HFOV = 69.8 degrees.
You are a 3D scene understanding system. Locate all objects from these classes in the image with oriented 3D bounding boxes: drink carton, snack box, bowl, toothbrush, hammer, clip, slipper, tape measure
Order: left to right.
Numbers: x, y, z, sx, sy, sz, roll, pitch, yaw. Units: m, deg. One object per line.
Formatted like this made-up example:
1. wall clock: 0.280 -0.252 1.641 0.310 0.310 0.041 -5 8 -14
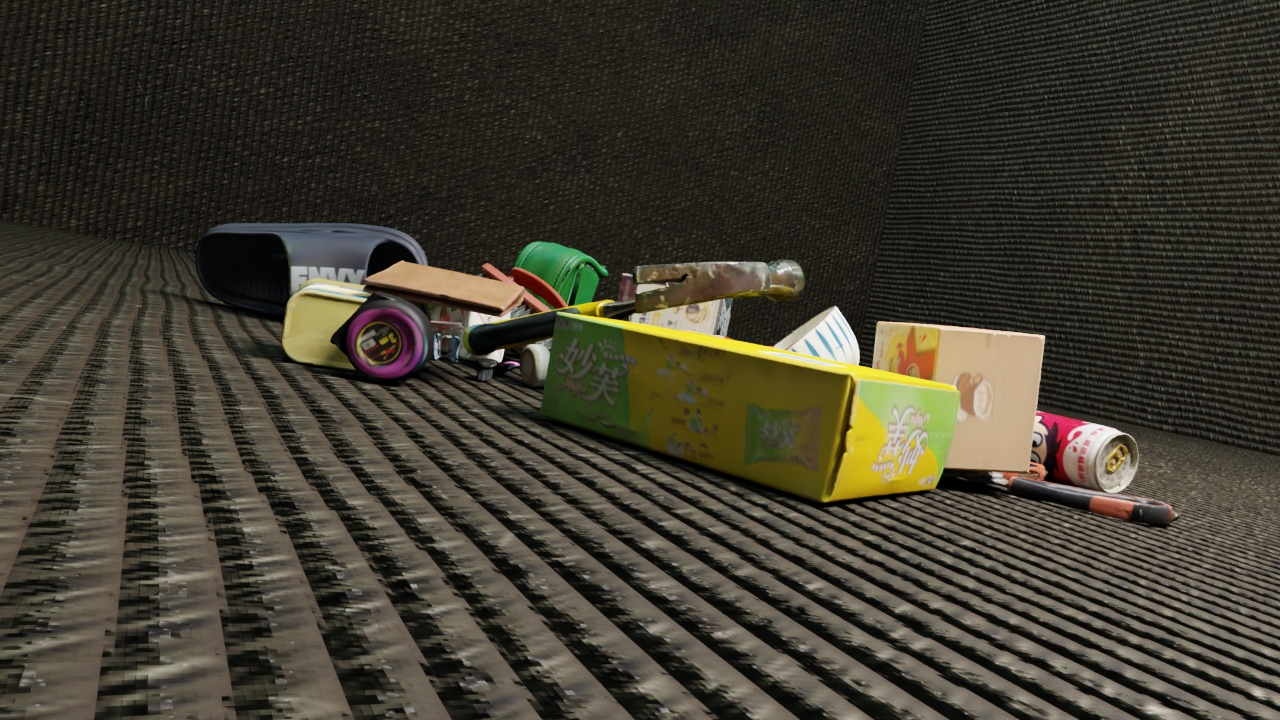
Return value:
1. slipper: -0.343 -0.080 0.917 0.268 0.111 0.083 6 19 14
2. tape measure: -0.167 -0.014 0.610 0.058 0.057 0.039 42 2 -6
3. clip: -0.178 -0.013 0.835 0.043 0.027 0.058 2 5 -12
4. drink carton: -0.178 -0.032 0.900 0.045 0.053 0.123 7 4 -37
5. toothbrush: -0.122 0.007 0.801 0.014 0.018 0.189 11 0 0
6. hammer: -0.038 -0.037 0.723 0.126 0.032 0.324 -5 -3 -45
7. snack box: 0.034 -0.035 1.070 0.126 0.113 0.053 13 3 24
8. snack box: 0.066 0.025 0.569 0.210 0.070 0.157 13 4 38
9. bowl: 0.122 0.018 0.710 0.066 0.116 0.116 52 6 1
10. snack box: 0.213 0.023 0.635 0.077 0.093 0.094 4 4 -11

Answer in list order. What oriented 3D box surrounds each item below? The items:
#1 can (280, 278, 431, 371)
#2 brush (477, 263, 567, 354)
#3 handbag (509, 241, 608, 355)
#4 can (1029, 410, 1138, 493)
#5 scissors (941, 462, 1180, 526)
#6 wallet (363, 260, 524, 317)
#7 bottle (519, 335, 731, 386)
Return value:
1. can: -0.204 -0.023 0.666 0.102 0.057 0.083 9 6 -15
2. brush: -0.106 -0.044 0.919 0.069 0.063 0.146 -36 52 -26
3. handbag: -0.096 -0.062 1.026 0.068 0.131 0.120 23 4 23
4. can: 0.344 0.072 0.774 0.053 0.053 0.133 9 4 -27
5. scissors: 0.259 0.085 0.647 0.225 0.015 0.189 6 6 -42
6. wallet: -0.143 -0.052 0.686 0.101 0.020 0.115 11 10 -1
7. bottle: -0.005 0.005 0.791 0.205 0.060 0.060 1 8 -33
